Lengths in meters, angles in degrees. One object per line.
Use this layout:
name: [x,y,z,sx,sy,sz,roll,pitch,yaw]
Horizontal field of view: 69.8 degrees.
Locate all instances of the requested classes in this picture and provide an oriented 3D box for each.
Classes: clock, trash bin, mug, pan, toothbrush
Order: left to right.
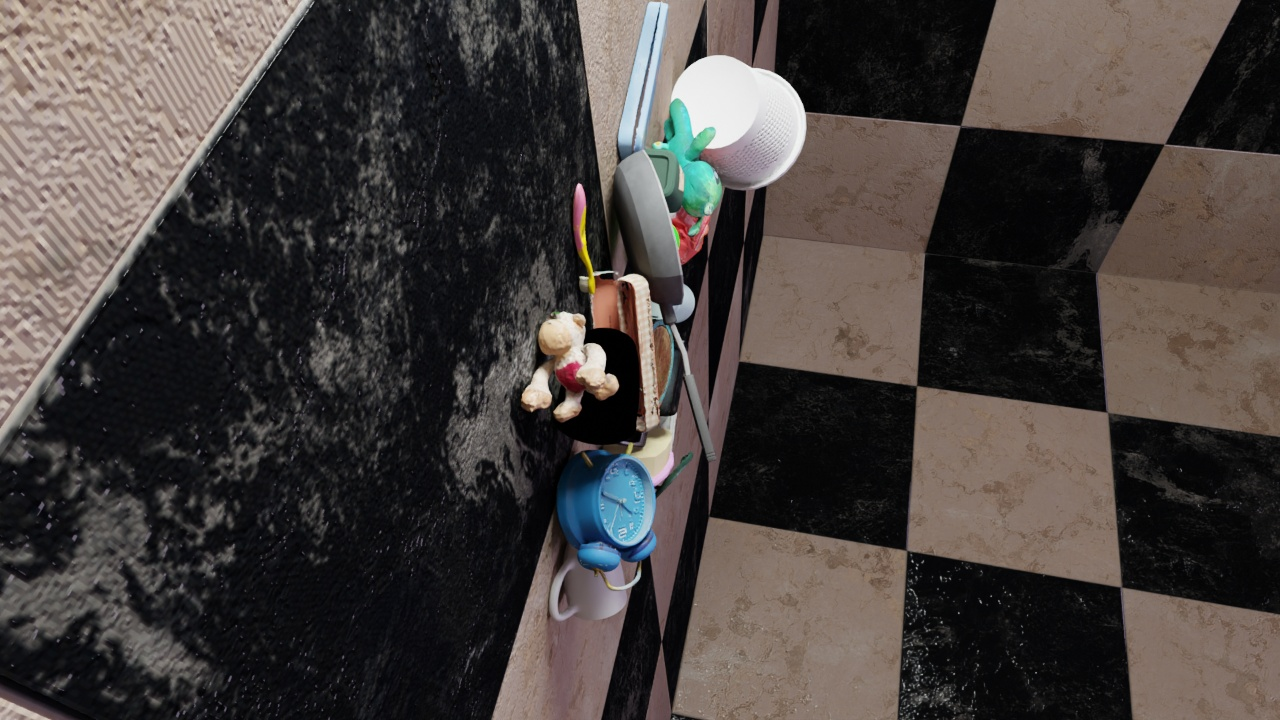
mug: [-0.068,0.252,1.066,0.107,0.071,0.089,-28,119,-43]
toothbrush: [-0.059,-0.121,0.931,0.021,0.016,0.136,-69,162,-44]
mug: [-0.035,0.032,0.967,0.112,0.085,0.104,55,33,-45]
clock: [-0.032,0.174,1.022,0.116,0.060,0.161,-8,88,-53]
clock: [-0.007,0.007,1.142,0.157,0.073,0.121,39,62,-64]
pan: [0.028,-0.058,1.032,0.178,0.041,0.357,152,-77,-86]
trash bin: [0.140,-0.375,1.412,0.199,0.196,0.195,-5,104,-70]

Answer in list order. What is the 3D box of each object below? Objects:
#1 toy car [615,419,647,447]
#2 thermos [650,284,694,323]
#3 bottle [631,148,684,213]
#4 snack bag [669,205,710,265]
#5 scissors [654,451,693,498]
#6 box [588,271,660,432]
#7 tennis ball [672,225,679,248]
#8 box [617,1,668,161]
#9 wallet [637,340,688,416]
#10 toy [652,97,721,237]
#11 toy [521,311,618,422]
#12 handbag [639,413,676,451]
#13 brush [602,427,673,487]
toy car: [-0.023,0.087,1.156,0.092,0.037,0.040,17,81,-47]
thermos: [0.036,-0.090,1.338,0.206,0.065,0.078,-1,99,-80]
bottle: [0.023,-0.222,1.171,0.131,0.061,0.061,23,73,-80]
snack bag: [0.058,-0.195,1.332,0.176,0.082,0.082,-64,160,-57]
scissors: [0.004,0.197,1.289,0.202,0.015,0.202,-47,-179,2]
box: [-0.018,-0.009,1.023,0.048,0.085,0.187,-28,120,-45]
tennis ball: [0.018,-0.152,1.186,0.065,0.065,0.065,9,89,-80]
box: [0.011,-0.329,1.094,0.066,0.037,0.209,77,24,-69]
wallet: [0.015,0.025,1.237,0.026,0.089,0.114,45,51,-52]
toy: [0.063,-0.260,1.242,0.131,0.072,0.193,115,-39,-62]
toy: [-0.063,-0.004,0.842,0.074,0.085,0.105,26,47,-49]
handbag: [0.019,0.062,1.358,0.139,0.072,0.195,-10,107,-89]
brush: [-0.015,0.141,1.178,0.228,0.089,0.043,-48,140,-69]
